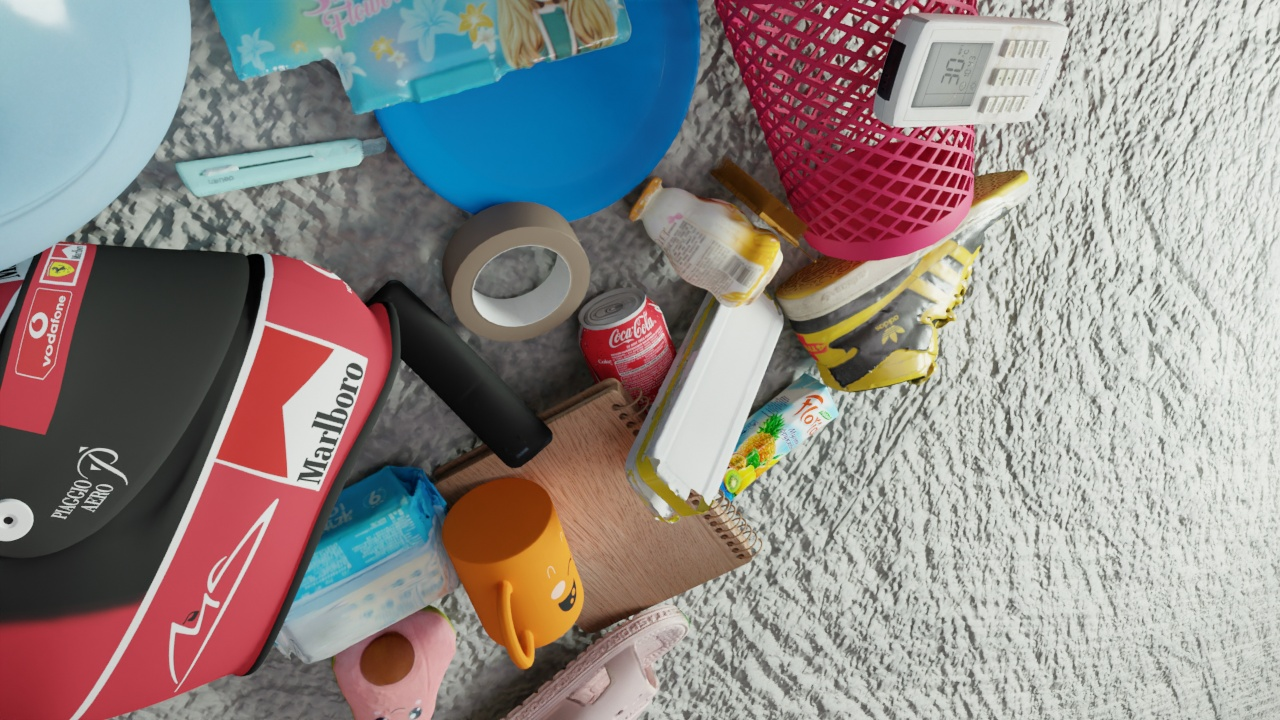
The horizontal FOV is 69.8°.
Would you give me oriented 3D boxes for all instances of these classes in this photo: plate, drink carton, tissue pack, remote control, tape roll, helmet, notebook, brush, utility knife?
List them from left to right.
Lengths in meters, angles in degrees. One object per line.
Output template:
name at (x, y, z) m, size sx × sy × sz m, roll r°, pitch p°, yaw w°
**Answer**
helmet at (-0.307, -0.120, 0.375) m, size 0.265 × 0.225 × 0.167 m, roll -46°, pitch 150°, yaw -21°
helmet at (-0.283, 0.049, 0.470) m, size 0.224 × 0.198 × 0.271 m, roll 25°, pitch 90°, yaw -34°
utility knife at (-0.210, -0.118, 0.547) m, size 0.120 × 0.015 × 0.022 m, roll -16°, pitch 86°, yaw -22°
tissue pack at (-0.195, 0.138, 0.633) m, size 0.144 × 0.061 × 0.093 m, roll -26°, pitch 123°, yaw -14°
remote control at (-0.123, 0.012, 0.611) m, size 0.041 × 0.020 × 0.152 m, roll -40°, pitch 102°, yaw 17°
tape roll at (-0.082, -0.058, 0.610) m, size 0.093 × 0.030 × 0.094 m, roll -14°, pitch 136°, yaw -14°
plate at (-0.065, -0.198, 0.581) m, size 0.224 × 0.024 × 0.225 m, roll -10°, pitch 115°, yaw -23°
notebook at (-0.026, 0.117, 0.696) m, size 0.169 × 0.022 × 0.210 m, roll -28°, pitch 125°, yaw 15°
drink carton at (0.108, 0.064, 0.774) m, size 0.128 × 0.038 × 0.044 m, roll -37°, pitch 123°, yaw -9°
brush at (0.093, -0.103, 0.640) m, size 0.048 × 0.126 × 0.017 m, roll 32°, pitch 105°, yaw -36°
remote control at (0.194, -0.169, 0.536) m, size 0.138 × 0.025 × 0.060 m, roll -11°, pitch 129°, yaw -31°

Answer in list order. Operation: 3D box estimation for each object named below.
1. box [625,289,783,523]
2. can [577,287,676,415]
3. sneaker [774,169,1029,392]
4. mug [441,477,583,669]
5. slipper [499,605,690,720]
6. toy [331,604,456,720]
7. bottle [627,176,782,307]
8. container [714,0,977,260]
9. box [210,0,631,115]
box at (0.046, 0.020, 0.660) m, size 0.066 × 0.045 × 0.209 m, roll 46°, pitch 48°, yaw -21°
can at (-0.004, 0.004, 0.674) m, size 0.064 × 0.064 × 0.105 m, roll -30°, pitch 121°, yaw -14°
sneaker at (0.232, -0.058, 0.751) m, size 0.238 × 0.086 × 0.122 m, roll -29°, pitch 109°, yaw -10°
mug at (-0.087, 0.154, 0.633) m, size 0.078 × 0.112 × 0.096 m, roll -11°, pitch 127°, yaw 4°
slipper at (-0.049, 0.296, 0.757) m, size 0.239 × 0.064 × 0.094 m, roll -35°, pitch 150°, yaw -5°
toy at (-0.182, 0.235, 0.687) m, size 0.090 × 0.051 × 0.110 m, roll -9°, pitch 115°, yaw -23°
bottle at (0.045, -0.086, 0.651) m, size 0.109 × 0.063 × 0.063 m, roll 34°, pitch 93°, yaw -4°
container at (0.147, -0.194, 0.617) m, size 0.183 × 0.183 × 0.226 m, roll -33°, pitch 129°, yaw -12°
box at (-0.128, -0.235, 0.498) m, size 0.226 × 0.039 × 0.182 m, roll -20°, pitch 107°, yaw -12°
